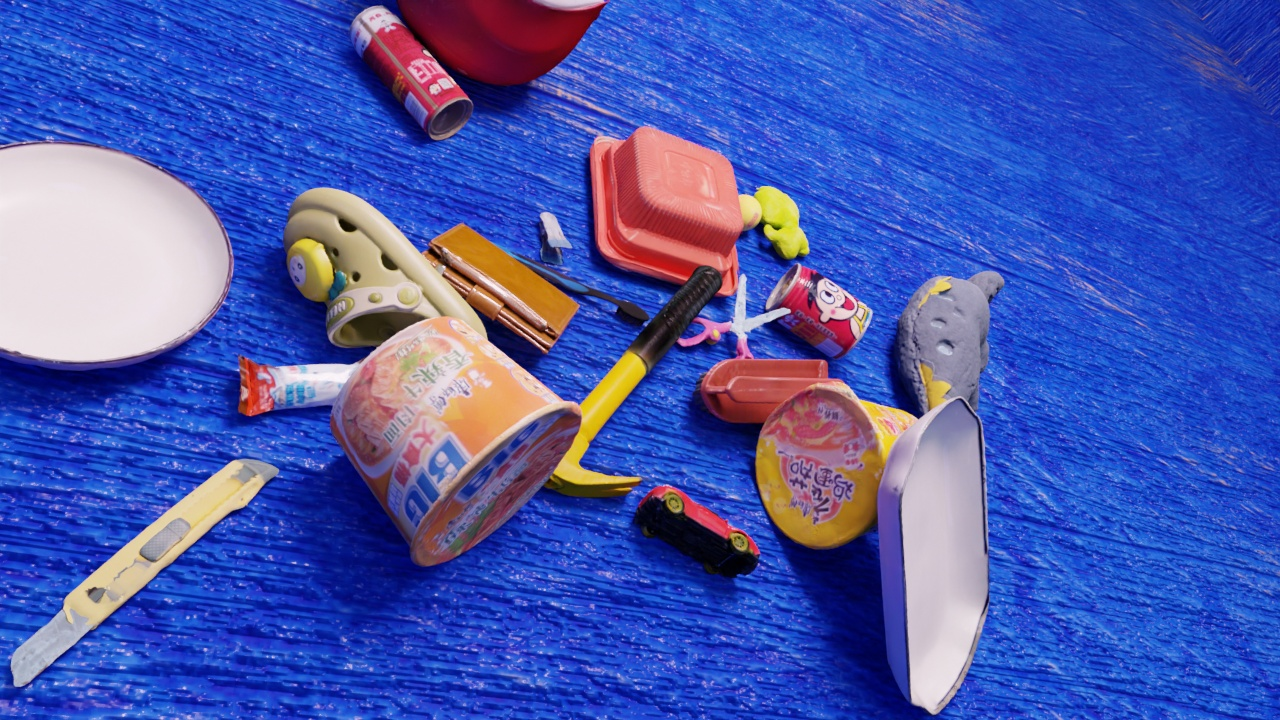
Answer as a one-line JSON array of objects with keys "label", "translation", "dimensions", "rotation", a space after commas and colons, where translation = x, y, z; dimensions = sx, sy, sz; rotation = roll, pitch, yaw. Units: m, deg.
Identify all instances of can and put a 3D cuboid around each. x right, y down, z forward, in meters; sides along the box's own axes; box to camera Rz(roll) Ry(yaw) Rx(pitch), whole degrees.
[{"label": "can", "translation": [0.186, -0.052, 0.964], "dimensions": [0.094, 0.067, 0.066], "rotation": [33, 45, -6]}, {"label": "can", "translation": [-0.223, -0.279, 0.889], "dimensions": [0.132, 0.053, 0.053], "rotation": [49, 45, 10]}]

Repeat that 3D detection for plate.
[{"label": "plate", "translation": [0.240, 0.160, 0.758], "dimensions": [0.161, 0.034, 0.266], "rotation": [-27, 115, -44]}, {"label": "plate", "translation": [-0.385, -0.068, 0.628], "dimensions": [0.192, 0.039, 0.192], "rotation": [17, 49, -21]}]

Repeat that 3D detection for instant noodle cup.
[{"label": "instant noodle cup", "translation": [-0.131, 0.049, 0.632], "dimensions": [0.111, 0.152, 0.151], "rotation": [44, 44, 16]}, {"label": "instant noodle cup", "translation": [0.034, -0.166, 0.949], "dimensions": [0.164, 0.079, 0.188], "rotation": [13, 49, -24]}, {"label": "instant noodle cup", "translation": [0.189, 0.094, 0.810], "dimensions": [0.109, 0.138, 0.138], "rotation": [4, 54, -40]}]

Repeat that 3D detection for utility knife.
[{"label": "utility knife", "translation": [-0.297, 0.120, 0.559], "dimensions": [0.031, 0.020, 0.189], "rotation": [35, 49, 4]}]

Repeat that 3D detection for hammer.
[{"label": "hammer", "translation": [-0.005, 0.005, 0.807], "dimensions": [0.129, 0.033, 0.299], "rotation": [41, 49, -1]}]

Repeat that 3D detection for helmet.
[{"label": "helmet", "translation": [-0.165, -0.375, 0.943], "dimensions": [0.206, 0.144, 0.240], "rotation": [12, 33, -38]}]

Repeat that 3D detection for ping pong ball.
[{"label": "ping pong ball", "translation": [0.116, -0.165, 1.026], "dimensions": [0.040, 0.040, 0.040], "rotation": [17, 49, -21]}]

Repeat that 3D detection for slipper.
[{"label": "slipper", "translation": [-0.203, -0.049, 0.697], "dimensions": [0.190, 0.092, 0.081], "rotation": [41, 47, -2]}]

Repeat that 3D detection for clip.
[{"label": "clip", "translation": [-0.084, -0.120, 0.878], "dimensions": [0.026, 0.043, 0.058], "rotation": [5, 46, -26]}]

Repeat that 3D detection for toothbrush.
[{"label": "toothbrush", "translation": [-0.077, -0.075, 0.854], "dimensions": [0.189, 0.016, 0.014], "rotation": [24, 56, -11]}]

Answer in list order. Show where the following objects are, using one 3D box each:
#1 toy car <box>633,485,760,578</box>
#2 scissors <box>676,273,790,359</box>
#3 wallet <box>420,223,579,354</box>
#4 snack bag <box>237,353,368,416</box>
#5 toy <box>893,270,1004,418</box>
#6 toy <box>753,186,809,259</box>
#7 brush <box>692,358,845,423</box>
[{"label": "toy car", "translation": [0.048, 0.138, 0.738], "dimensions": [0.106, 0.049, 0.031], "rotation": [32, 46, -5]}, {"label": "scissors", "translation": [0.098, -0.024, 0.904], "dimensions": [0.133, 0.017, 0.130], "rotation": [-19, 73, -24]}, {"label": "wallet", "translation": [-0.118, -0.063, 0.777], "dimensions": [0.130, 0.035, 0.118], "rotation": [35, 23, -5]}, {"label": "snack bag", "translation": [-0.238, 0.018, 0.665], "dimensions": [0.104, 0.026, 0.048], "rotation": [1, 68, -32]}, {"label": "toy", "translation": [0.349, -0.019, 1.029], "dimensions": [0.138, 0.092, 0.355], "rotation": [44, 45, -12]}, {"label": "toy", "translation": [0.161, -0.162, 1.059], "dimensions": [0.096, 0.031, 0.100], "rotation": [-19, 73, -51]}, {"label": "brush", "translation": [0.119, 0.028, 0.847], "dimensions": [0.145, 0.069, 0.063], "rotation": [2, 86, -31]}]
